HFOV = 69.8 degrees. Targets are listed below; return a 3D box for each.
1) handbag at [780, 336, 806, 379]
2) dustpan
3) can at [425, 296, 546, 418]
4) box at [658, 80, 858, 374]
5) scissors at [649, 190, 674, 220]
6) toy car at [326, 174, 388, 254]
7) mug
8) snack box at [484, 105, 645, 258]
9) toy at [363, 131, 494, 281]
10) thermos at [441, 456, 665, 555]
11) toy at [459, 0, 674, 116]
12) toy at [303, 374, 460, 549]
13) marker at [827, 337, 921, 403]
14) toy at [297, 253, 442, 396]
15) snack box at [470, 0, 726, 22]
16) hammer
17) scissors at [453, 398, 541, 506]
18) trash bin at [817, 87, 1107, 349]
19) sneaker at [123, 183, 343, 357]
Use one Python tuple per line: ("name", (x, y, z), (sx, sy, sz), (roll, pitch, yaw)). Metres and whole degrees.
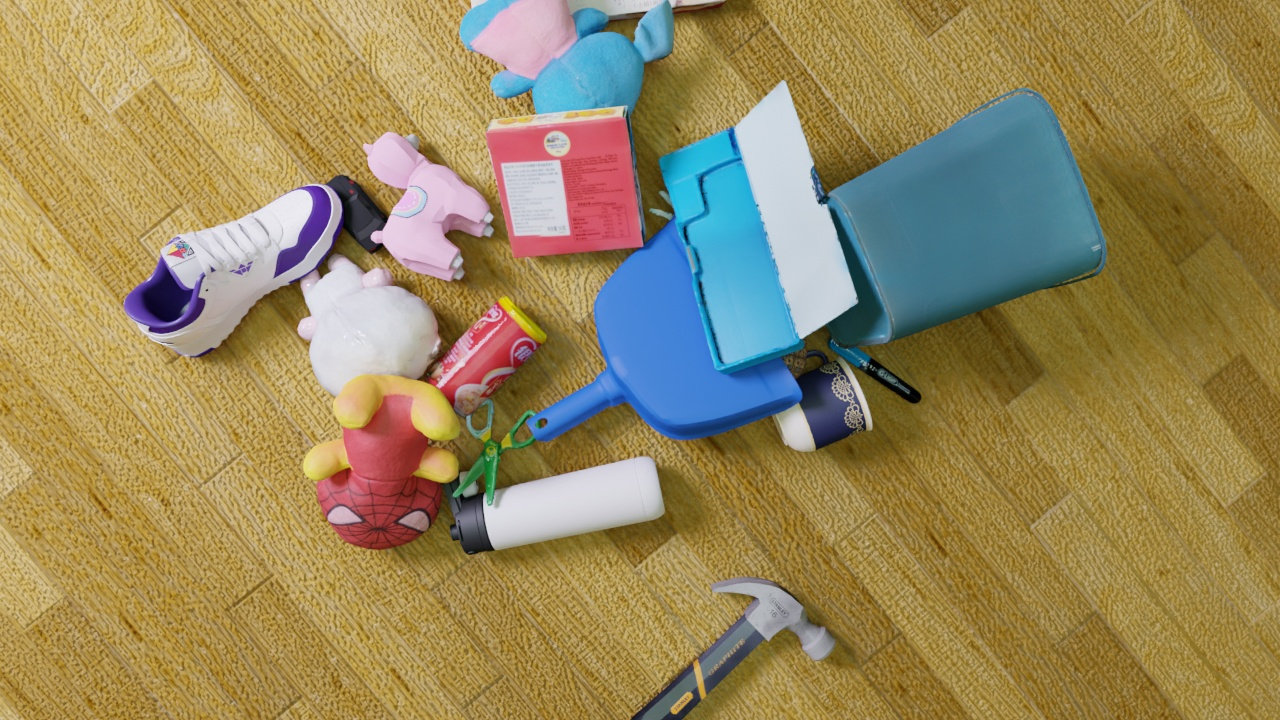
("handbag", (0.141, -0.074, 0.984), (0.043, 0.094, 0.195), (15, 82, -44))
("dustpan", (-0.006, 0.005, 0.965), (0.257, 0.059, 0.245), (-30, 73, -4))
("can", (-0.165, -0.004, 0.982), (0.124, 0.066, 0.066), (-45, 92, 0))
("box", (0.120, -0.127, 0.908), (0.176, 0.060, 0.243), (-26, 69, 36))
("scissors", (0.062, -0.136, 1.012), (0.135, 0.016, 0.083), (22, 92, -1))
("toy car", (-0.307, -0.160, 0.989), (0.042, 0.036, 0.091), (-41, 92, 0))
("mug", (0.185, 0.042, 0.993), (0.089, 0.086, 0.111), (-23, 57, 1))
("snack box", (-0.074, -0.182, 0.950), (0.143, 0.040, 0.145), (-3, 124, 8))
("toy", (-0.234, -0.165, 0.970), (0.157, 0.067, 0.123), (33, 75, 0))
("thermos", (-0.095, 0.143, 0.992), (0.230, 0.068, 0.101), (-12, 79, 0))
("toy", (-0.074, -0.320, 0.948), (0.224, 0.098, 0.191), (-40, 109, 11))
("toy", (-0.262, 0.108, 0.937), (0.147, 0.098, 0.217), (15, 127, -11))
("marker", (0.261, 0.010, 1.021), (0.123, 0.015, 0.018), (34, 89, -4))
("toy", (-0.297, -0.038, 0.968), (0.139, 0.101, 0.179), (-39, 68, -1))
("snack box", (-0.047, -0.404, 0.988), (0.273, 0.044, 0.076), (-8, 97, -1))
("hammer", (0.058, 0.369, 1.017), (0.312, 0.035, 0.139), (-44, 91, 0))
("scissors", (-0.168, 0.095, 0.985), (0.108, 0.012, 0.131), (33, 67, 20))
("trash bin", (0.287, -0.124, 0.912), (0.218, 0.197, 0.199), (-23, 91, -10))
("sneaker", (-0.423, -0.107, 0.939), (0.244, 0.111, 0.092), (-42, 72, 2))
